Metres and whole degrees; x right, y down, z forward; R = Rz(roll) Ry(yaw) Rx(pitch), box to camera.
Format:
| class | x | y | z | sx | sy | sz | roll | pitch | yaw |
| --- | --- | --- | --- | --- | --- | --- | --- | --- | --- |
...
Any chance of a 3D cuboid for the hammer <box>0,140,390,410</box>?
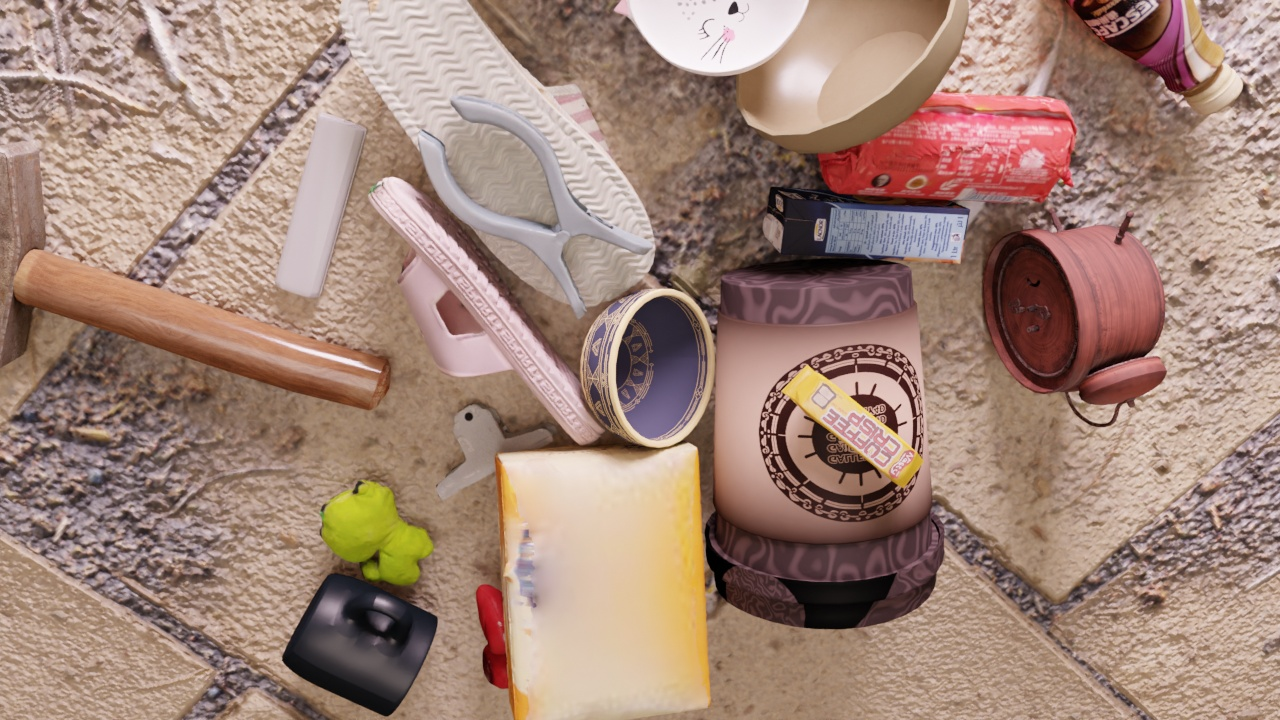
| class | x | y | z | sx | sy | sz | roll | pitch | yaw |
| --- | --- | --- | --- | --- | --- | --- | --- | --- | --- |
| hammer | -0.326 | -0.032 | 0.657 | 0.300 | 0.037 | 0.158 | 19 | 108 | -11 |

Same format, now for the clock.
| class | x | y | z | sx | sy | sz | roll | pitch | yaw |
| --- | --- | --- | --- | --- | --- | --- | --- | --- | --- |
| clock | 0.312 | -0.026 | 0.659 | 0.072 | 0.120 | 0.158 | -13 | 102 | -7 |

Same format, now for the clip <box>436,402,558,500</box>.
| class | x | y | z | sx | sy | sz | roll | pitch | yaw |
| --- | --- | --- | --- | --- | --- | --- | --- | --- | --- |
| clip | -0.119 | 0.064 | 0.717 | 0.102 | 0.056 | 0.056 | -28 | 153 | 6 |

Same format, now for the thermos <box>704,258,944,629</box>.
| class | x | y | z | sx | sy | sz | roll | pitch | yaw |
| --- | --- | --- | --- | --- | --- | --- | --- | --- | --- |
| thermos | 0.127 | 0.049 | 0.654 | 0.172 | 0.172 | 0.226 | -5 | 104 | -2 |

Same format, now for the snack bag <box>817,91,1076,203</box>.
| class | x | y | z | sx | sy | sz | roll | pitch | yaw |
| --- | --- | --- | --- | --- | --- | --- | --- | --- | --- |
| snack bag | 0.208 | -0.148 | 0.626 | 0.176 | 0.082 | 0.082 | 1 | 110 | -5 |

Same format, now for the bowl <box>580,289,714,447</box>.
| class | x | y | z | sx | sy | sz | roll | pitch | yaw |
| --- | --- | --- | --- | --- | --- | --- | --- | --- | --- |
| bowl | -0.004 | 0.004 | 0.668 | 0.061 | 0.112 | 0.112 | 5 | 118 | 42 |

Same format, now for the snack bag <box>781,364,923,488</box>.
| class | x | y | z | sx | sy | sz | roll | pitch | yaw |
| --- | --- | --- | --- | --- | --- | --- | --- | --- | --- |
| snack bag | 0.133 | 0.041 | 0.565 | 0.099 | 0.020 | 0.026 | 39 | 95 | -7 |

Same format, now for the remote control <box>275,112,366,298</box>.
| class | x | y | z | sx | sy | sz | roll | pitch | yaw |
| --- | --- | --- | --- | --- | --- | --- | --- | --- | --- |
| remote control | -0.227 | -0.107 | 0.649 | 0.033 | 0.012 | 0.131 | 19 | 108 | -10 |

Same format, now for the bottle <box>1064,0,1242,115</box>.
| class | x | y | z | sx | sy | sz | roll | pitch | yaw |
| --- | --- | --- | --- | --- | --- | --- | --- | --- | --- |
| bottle | 0.341 | -0.231 | 0.616 | 0.166 | 0.059 | 0.060 | 38 | 103 | -16 |

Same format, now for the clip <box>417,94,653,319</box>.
| class | x | y | z | sx | sy | sz | roll | pitch | yaw |
| --- | --- | --- | --- | --- | --- | --- | --- | --- | --- |
| clip | -0.059 | -0.115 | 0.596 | 0.112 | 0.028 | 0.163 | -41 | 113 | 12 |

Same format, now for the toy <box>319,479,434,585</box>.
| class | x | y | z | sx | sy | sz | roll | pitch | yaw |
| --- | --- | --- | --- | --- | --- | --- | --- | --- | --- |
| toy | -0.210 | 0.139 | 0.729 | 0.093 | 0.036 | 0.094 | 20 | 114 | -16 |

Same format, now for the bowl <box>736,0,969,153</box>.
| class | x | y | z | sx | sy | sz | roll | pitch | yaw |
| --- | --- | --- | --- | --- | --- | --- | --- | --- | --- |
| bowl | 0.137 | -0.190 | 0.580 | 0.152 | 0.152 | 0.050 | -44 | 131 | 12 |

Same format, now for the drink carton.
| class | x | y | z | sx | sy | sz | roll | pitch | yaw |
| --- | --- | --- | --- | --- | --- | --- | --- | --- | --- |
| drink carton | 0.157 | -0.097 | 0.650 | 0.130 | 0.064 | 0.040 | 3 | 108 | -4 |

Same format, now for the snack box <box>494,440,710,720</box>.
| class | x | y | z | sx | sy | sz | roll | pitch | yaw |
| --- | --- | --- | --- | --- | --- | --- | --- | --- | --- |
| snack box | -0.028 | 0.161 | 0.670 | 0.145 | 0.081 | 0.195 | -4 | 93 | -13 |

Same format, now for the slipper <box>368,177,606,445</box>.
| class | x | y | z | sx | sy | sz | roll | pitch | yaw |
| --- | --- | --- | --- | --- | --- | --- | --- | --- | --- |
| slipper | -0.115 | -0.022 | 0.646 | 0.064 | 0.094 | 0.239 | -36 | 114 | 5 |

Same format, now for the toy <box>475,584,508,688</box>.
| class | x | y | z | sx | sy | sz | roll | pitch | yaw |
| --- | --- | --- | --- | --- | --- | --- | --- | --- | --- |
| toy | -0.061 | 0.227 | 0.746 | 0.131 | 0.097 | 0.124 | -12 | 115 | -25 |

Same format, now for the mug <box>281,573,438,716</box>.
| class | x | y | z | sx | sy | sz | roll | pitch | yaw |
| --- | --- | --- | --- | --- | --- | --- | --- | --- | --- |
| mug | -0.215 | 0.214 | 0.719 | 0.094 | 0.085 | 0.122 | 30 | 134 | -13 |

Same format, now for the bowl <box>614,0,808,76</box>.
| class | x | y | z | sx | sy | sz | roll | pitch | yaw |
| --- | --- | --- | --- | --- | --- | --- | --- | --- | --- |
| bowl | 0.052 | -0.237 | 0.590 | 0.115 | 0.050 | 0.114 | 1 | 94 | 11 |

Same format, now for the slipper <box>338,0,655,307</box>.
| class | x | y | z | sx | sy | sz | roll | pitch | yaw |
| --- | --- | --- | --- | --- | --- | --- | --- | --- | --- |
| slipper | -0.089 | -0.151 | 0.622 | 0.115 | 0.052 | 0.263 | -38 | 112 | 8 |
